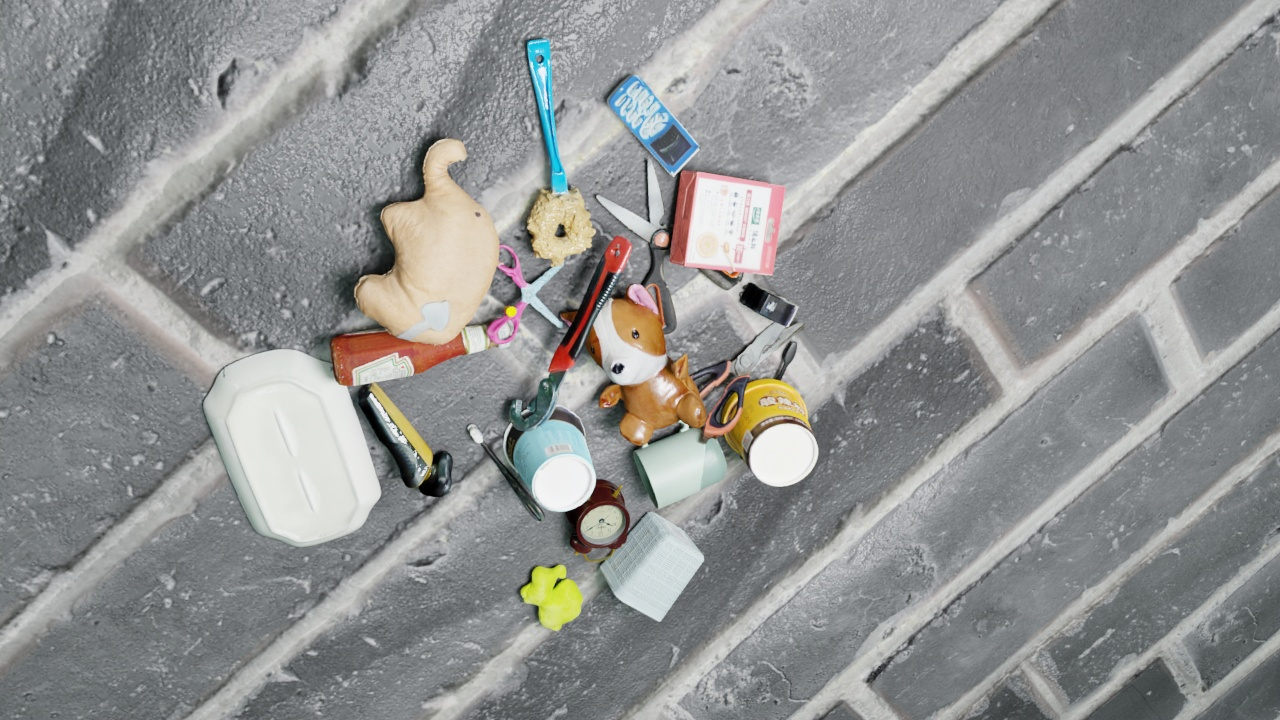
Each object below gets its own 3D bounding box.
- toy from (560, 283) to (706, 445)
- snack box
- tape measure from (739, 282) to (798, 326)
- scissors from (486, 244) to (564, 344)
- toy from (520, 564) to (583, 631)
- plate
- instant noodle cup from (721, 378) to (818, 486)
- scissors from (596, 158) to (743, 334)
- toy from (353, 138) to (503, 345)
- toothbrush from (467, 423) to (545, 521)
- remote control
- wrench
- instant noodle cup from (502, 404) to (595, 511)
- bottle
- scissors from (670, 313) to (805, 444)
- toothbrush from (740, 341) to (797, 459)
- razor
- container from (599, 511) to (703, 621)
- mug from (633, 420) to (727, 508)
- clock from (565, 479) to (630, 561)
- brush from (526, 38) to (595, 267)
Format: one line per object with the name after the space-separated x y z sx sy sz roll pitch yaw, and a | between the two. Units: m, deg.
-0.007 0.007 1.137 0.140 0.130 0.199 -20 106 18 | toy
0.106 -0.168 1.126 0.127 0.044 0.113 3 100 -26 | snack box
0.170 -0.072 1.190 0.066 0.065 0.033 22 102 -24 | tape measure
-0.140 -0.080 1.095 0.133 0.017 0.134 -46 114 -17 | scissors
-0.119 0.331 1.285 0.100 0.031 0.097 27 100 -26 | toy
-0.410 0.115 1.092 0.162 0.034 0.266 -15 116 -12 | plate
0.177 0.101 1.228 0.118 0.114 0.119 -2 113 -5 | instant noodle cup
0.034 -0.130 1.144 0.220 0.021 0.228 11 109 -23 | scissors
-0.223 -0.128 1.024 0.143 0.082 0.226 20 90 -31 | toy
-0.173 0.151 1.199 0.015 0.018 0.181 -35 120 -6 | toothbrush
0.015 -0.275 1.075 0.049 0.024 0.125 -45 117 3 | remote control
-0.082 -0.027 1.104 0.016 0.056 0.274 9 116 -55 | wrench
-0.108 0.129 1.151 0.111 0.120 0.111 -7 114 -16 | instant noodle cup
-0.255 -0.016 1.076 0.205 0.060 0.060 -11 115 -21 | bottle
0.138 0.023 1.218 0.205 0.198 0.015 -5 158 8 | scissors
0.177 0.056 1.280 0.014 0.016 0.189 17 109 -14 | toothbrush
-0.287 0.095 1.121 0.067 0.062 0.167 -45 117 -31 | razor
0.019 0.284 1.279 0.090 0.090 0.111 36 95 -28 | container
0.050 0.128 1.233 0.106 0.082 0.111 -22 88 -8 | mug
-0.057 0.220 1.244 0.082 0.055 0.122 -5 115 -17 | clock
-0.101 -0.233 1.049 0.083 0.046 0.255 -12 111 -15 | brush
